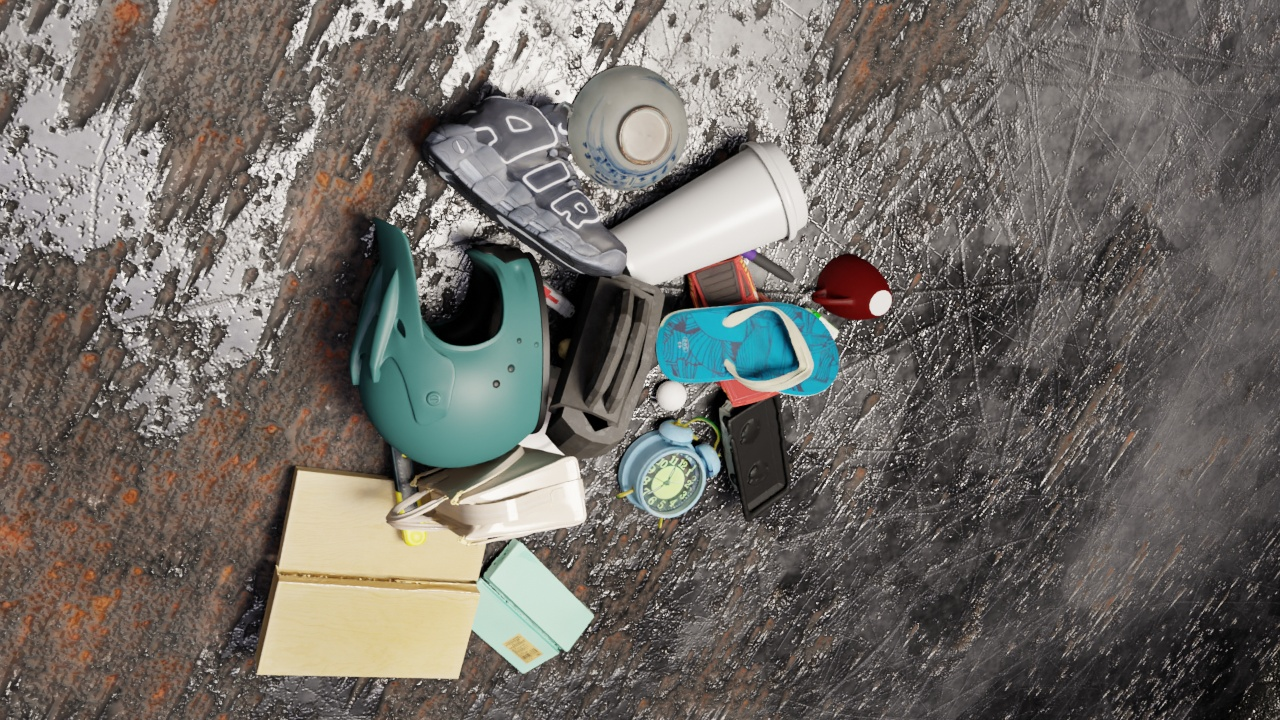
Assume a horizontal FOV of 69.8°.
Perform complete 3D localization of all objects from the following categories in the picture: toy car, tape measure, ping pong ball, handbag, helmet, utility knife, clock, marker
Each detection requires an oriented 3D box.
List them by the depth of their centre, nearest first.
[{"bbox_3d":[-0.218,-0.017,1.009,0.200,0.176,0.275,-4,103,-27],"label":"helmet"},{"bbox_3d":[-0.043,0.000,1.035,0.102,0.200,0.197,19,72,-10],"label":"handbag"},{"bbox_3d":[-0.191,0.160,1.051,0.197,0.195,0.101,-12,96,-29],"label":"handbag"},{"bbox_3d":[-0.110,-0.081,1.091,0.062,0.060,0.020,37,93,-28],"label":"tape measure"},{"bbox_3d":[-0.285,0.139,1.107,0.028,0.020,0.172,-11,94,-30],"label":"utility knife"},{"bbox_3d":[0.123,-0.037,1.182,0.082,0.056,0.189,-18,98,11],"label":"toy car"},{"bbox_3d":[0.157,-0.133,1.213,0.133,0.018,0.015,26,97,-33],"label":"marker"},{"bbox_3d":[0.041,0.047,1.225,0.040,0.040,0.040,-9,115,-21],"label":"ping pong ball"},{"bbox_3d":[0.043,0.144,1.258,0.118,0.060,0.162,38,89,-30],"label":"clock"},{"bbox_3d":[0.149,0.123,1.281,0.094,0.071,0.192,-33,130,-23],"label":"toy car"}]

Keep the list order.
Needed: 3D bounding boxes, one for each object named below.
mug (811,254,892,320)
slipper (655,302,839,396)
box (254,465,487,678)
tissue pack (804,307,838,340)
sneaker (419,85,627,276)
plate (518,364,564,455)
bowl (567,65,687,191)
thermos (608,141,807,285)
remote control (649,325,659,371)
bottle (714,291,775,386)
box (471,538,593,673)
[{"bbox_3d":[0.289,-0.089,1.248,0.114,0.088,0.087,-11,116,-19],"label":"mug"},{"bbox_3d":[0.148,-0.017,1.117,0.294,0.060,0.118,2,84,-34],"label":"slipper"},{"bbox_3d":[-0.322,0.266,1.134,0.246,0.068,0.253,11,91,-28],"label":"box"},{"bbox_3d":[0.225,-0.020,1.258,0.099,0.034,0.114,-58,152,6],"label":"tissue pack"},{"bbox_3d":[-0.097,-0.205,1.001,0.252,0.097,0.150,36,82,-6],"label":"sneaker"},{"bbox_3d":[-0.139,0.078,1.173,0.156,0.014,0.157,-9,115,-20],"label":"plate"},{"bbox_3d":[-0.004,-0.263,1.062,0.150,0.057,0.151,-9,115,-21],"label":"bowl"},{"bbox_3d":[0.077,-0.166,1.108,0.222,0.131,0.131,-26,120,-3],"label":"thermos"},{"bbox_3d":[-0.007,0.007,1.198,0.140,0.021,0.045,-40,123,-5],"label":"remote control"},{"bbox_3d":[0.144,-0.022,1.234,0.071,0.048,0.134,28,100,-11],"label":"bottle"},{"bbox_3d":[-0.164,0.346,1.265,0.138,0.052,0.187,-44,121,-9],"label":"box"}]
